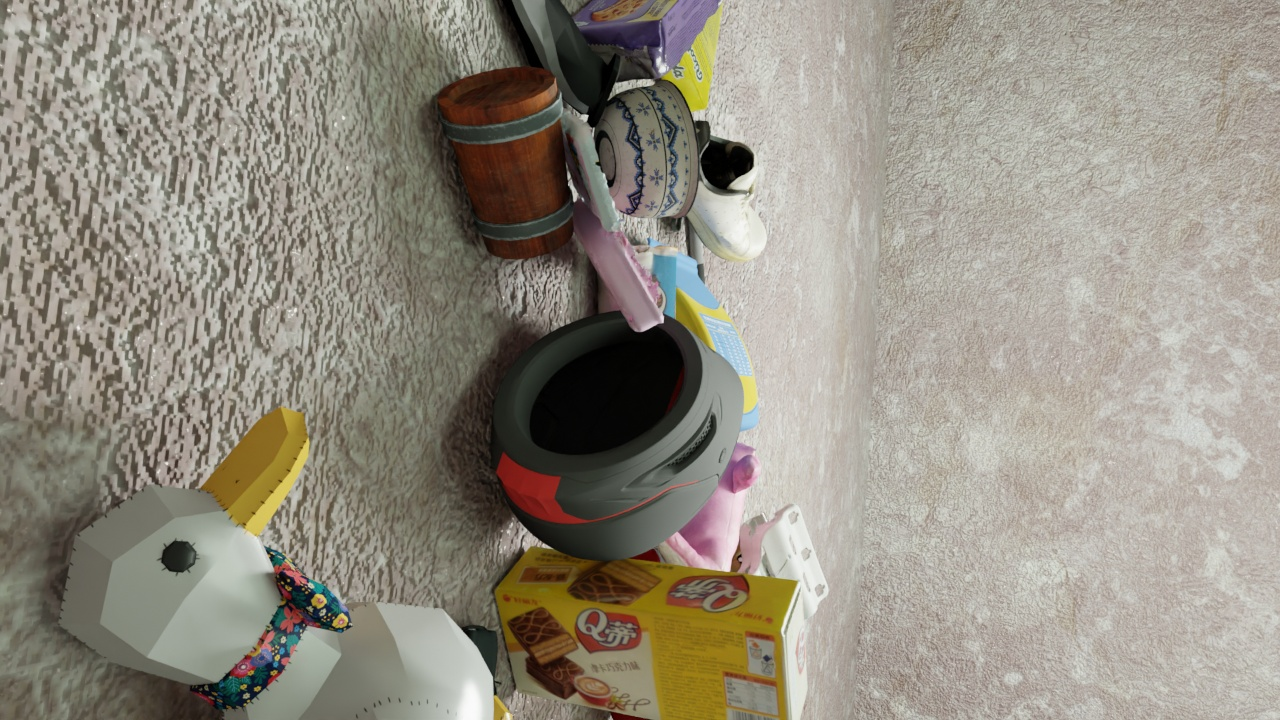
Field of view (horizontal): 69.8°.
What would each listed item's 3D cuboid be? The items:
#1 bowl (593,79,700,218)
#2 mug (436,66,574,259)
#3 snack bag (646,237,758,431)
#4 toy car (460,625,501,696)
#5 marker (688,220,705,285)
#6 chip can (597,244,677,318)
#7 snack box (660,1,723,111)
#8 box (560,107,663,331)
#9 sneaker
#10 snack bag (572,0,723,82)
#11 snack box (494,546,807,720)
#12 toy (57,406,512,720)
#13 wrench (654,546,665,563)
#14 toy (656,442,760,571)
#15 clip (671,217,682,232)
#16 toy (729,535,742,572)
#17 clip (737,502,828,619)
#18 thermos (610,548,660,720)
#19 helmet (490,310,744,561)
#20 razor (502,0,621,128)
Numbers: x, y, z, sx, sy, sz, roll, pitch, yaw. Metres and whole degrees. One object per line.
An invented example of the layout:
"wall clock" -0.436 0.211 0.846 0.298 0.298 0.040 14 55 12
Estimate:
"bowl" -0.002 -0.173 0.769 0.116 0.059 0.115 167 -90 -70
"mug" -0.087 -0.145 0.649 0.117 0.081 0.111 -89 172 -54
"snack bag" 0.050 -0.020 0.983 0.158 0.102 0.205 8 73 -68
"toy car" -0.122 0.246 0.650 0.046 0.034 0.112 39 56 -64
"marker" 0.066 -0.141 1.108 0.022 0.016 0.139 -118 -161 -68
"chip can" -0.005 0.005 0.865 0.079 0.080 0.229 -7 99 -68
"snack box" 0.049 -0.378 0.996 0.121 0.045 0.180 54 41 -55
"box" -0.036 -0.112 0.705 0.155 0.045 0.201 64 -1 -21
"sneaker" 0.091 -0.188 0.983 0.241 0.103 0.088 30 55 -49
"snack bag" 0.008 -0.307 0.829 0.204 0.096 0.058 -60 145 -47
"snack box" 0.008 0.215 0.709 0.061 0.231 0.110 -49 137 -57
"toy" -0.157 0.173 0.433 0.267 0.141 0.246 39 71 -35
"wrench" 0.042 0.249 0.893 0.273 0.018 0.066 -113 -172 -55
"toy" 0.078 0.149 0.964 0.186 0.128 0.265 52 18 -21
"clip" 0.054 -0.182 1.056 0.023 0.035 0.074 50 41 -58
"toy" 0.092 0.232 1.122 0.108 0.134 0.106 -101 -160 -52
"clip" 0.144 0.250 1.062 0.151 0.092 0.126 -26 95 -34
"thermos" 0.000 0.281 0.878 0.108 0.084 0.199 -122 -161 -62
"helmet" -0.013 0.063 0.728 0.263 0.164 0.170 -50 150 -40
"razor" -0.069 -0.252 0.705 0.156 0.060 0.057 41 39 -39
